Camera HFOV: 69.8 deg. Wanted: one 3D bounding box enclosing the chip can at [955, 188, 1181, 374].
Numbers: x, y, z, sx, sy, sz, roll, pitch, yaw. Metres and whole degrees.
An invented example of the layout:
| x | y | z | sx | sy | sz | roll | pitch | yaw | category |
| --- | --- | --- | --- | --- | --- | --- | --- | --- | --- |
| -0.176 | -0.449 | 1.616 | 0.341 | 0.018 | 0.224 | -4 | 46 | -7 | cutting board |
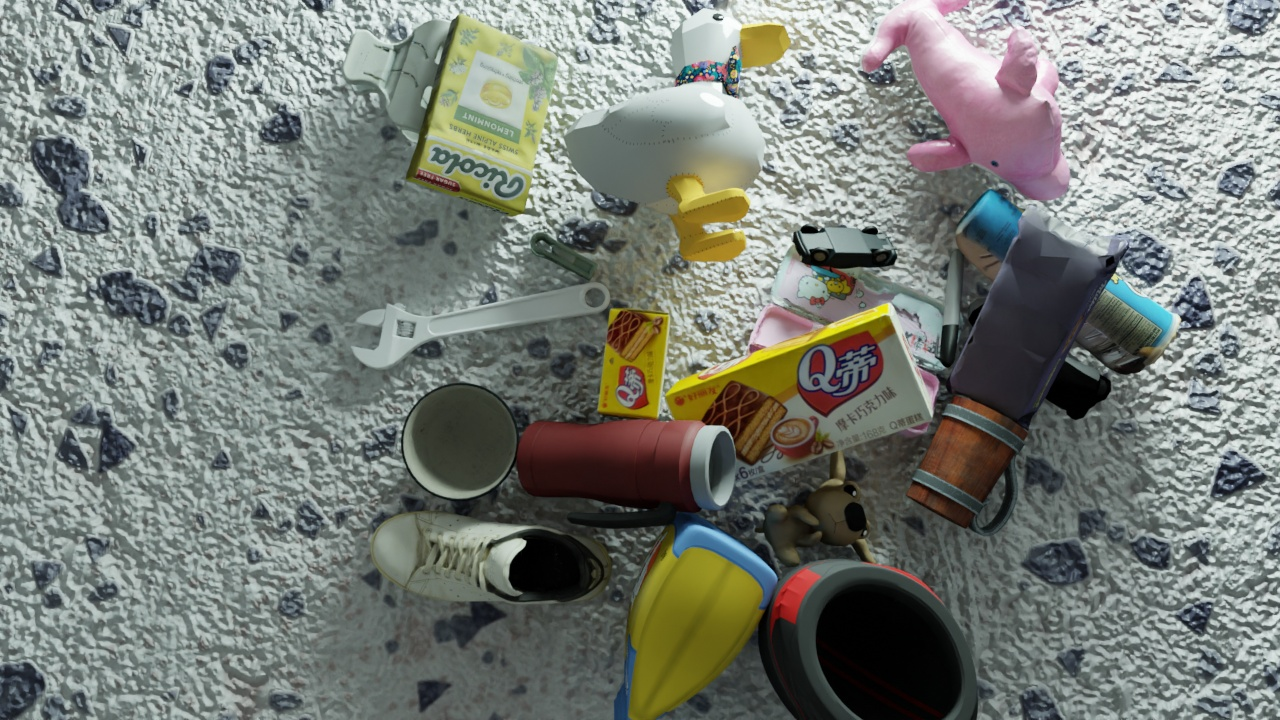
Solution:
| x | y | z | sx | sy | sz | roll | pitch | yaw | category |
| --- | --- | --- | --- | --- | --- | --- | --- | --- | --- |
| 0.426 | -0.080 | 0.936 | 0.229 | 0.080 | 0.079 | 37 | 85 | 4 | chip can |

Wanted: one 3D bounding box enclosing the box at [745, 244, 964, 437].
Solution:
| x | y | z | sx | sy | sz | roll | pitch | yaw | category |
| --- | --- | --- | --- | --- | --- | --- | --- | --- | --- |
| 0.221 | -0.021 | 0.951 | 0.201 | 0.045 | 0.154 | 24 | 67 | 2 | box |

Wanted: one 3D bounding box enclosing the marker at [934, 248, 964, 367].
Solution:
| x | y | z | sx | sy | sz | roll | pitch | yaw | category |
| --- | --- | --- | --- | --- | --- | --- | --- | --- | --- |
| 0.320 | -0.056 | 0.949 | 0.022 | 0.016 | 0.138 | 7 | 68 | 13 | marker |

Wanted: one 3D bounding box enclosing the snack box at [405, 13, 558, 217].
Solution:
| x | y | z | sx | sy | sz | roll | pitch | yaw | category |
| --- | --- | --- | --- | --- | --- | --- | --- | --- | --- |
| -0.157 | -0.251 | 0.939 | 0.121 | 0.045 | 0.180 | 17 | 84 | -29 | snack box |

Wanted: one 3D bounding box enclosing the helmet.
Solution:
| x | y | z | sx | sy | sz | roll | pitch | yaw | category |
| --- | --- | --- | --- | --- | --- | --- | --- | --- | --- |
| 0.207 | 0.280 | 0.851 | 0.264 | 0.170 | 0.164 | 37 | 72 | -8 | helmet |

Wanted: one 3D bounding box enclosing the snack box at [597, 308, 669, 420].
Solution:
| x | y | z | sx | sy | sz | roll | pitch | yaw | category |
| --- | --- | --- | --- | --- | --- | --- | --- | --- | --- |
| -0.005 | 0.005 | 0.921 | 0.061 | 0.083 | 0.105 | 7 | 85 | 1 | snack box |

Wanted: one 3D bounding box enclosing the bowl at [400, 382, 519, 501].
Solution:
| x | y | z | sx | sy | sz | roll | pitch | yaw | category |
| --- | --- | --- | --- | --- | --- | --- | --- | --- | --- |
| -0.177 | 0.082 | 0.925 | 0.115 | 0.059 | 0.115 | 0 | 85 | 0 | bowl |

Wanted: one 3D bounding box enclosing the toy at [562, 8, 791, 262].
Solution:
| x | y | z | sx | sy | sz | roll | pitch | yaw | category |
| --- | --- | --- | --- | --- | --- | --- | --- | --- | --- |
| 0.047 | -0.236 | 0.924 | 0.247 | 0.141 | 0.267 | -9 | 67 | 0 | toy |

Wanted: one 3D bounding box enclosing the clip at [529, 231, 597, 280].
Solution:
| x | y | z | sx | sy | sz | roll | pitch | yaw | category |
| --- | --- | --- | --- | --- | --- | --- | --- | --- | --- |
| -0.081 | -0.109 | 0.961 | 0.074 | 0.035 | 0.023 | 28 | 83 | -4 | clip |

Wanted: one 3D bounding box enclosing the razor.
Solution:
| x | y | z | sx | sy | sz | roll | pitch | yaw | category |
| --- | --- | --- | --- | --- | --- | --- | --- | --- | --- |
| 0.402 | -0.007 | 0.942 | 0.156 | 0.057 | 0.060 | 36 | 41 | 4 | razor |

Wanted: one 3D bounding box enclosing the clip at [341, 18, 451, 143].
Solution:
| x | y | z | sx | sy | sz | roll | pitch | yaw | category |
| --- | --- | --- | --- | --- | --- | --- | --- | --- | --- |
| -0.236 | -0.298 | 0.955 | 0.151 | 0.092 | 0.125 | 19 | 82 | -9 | clip |

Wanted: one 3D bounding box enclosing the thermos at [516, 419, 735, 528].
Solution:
| x | y | z | sx | sy | sz | roll | pitch | yaw | category |
| --- | --- | --- | --- | --- | --- | --- | --- | --- | --- |
| -0.018 | 0.107 | 0.869 | 0.199 | 0.084 | 0.107 | 0 | 53 | 27 | thermos |

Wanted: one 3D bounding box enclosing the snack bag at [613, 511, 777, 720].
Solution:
| x | y | z | sx | sy | sz | roll | pitch | yaw | category |
| --- | --- | --- | --- | --- | --- | --- | --- | --- | --- |
| 0.029 | 0.254 | 0.861 | 0.102 | 0.159 | 0.205 | 31 | 86 | 0 | snack bag |

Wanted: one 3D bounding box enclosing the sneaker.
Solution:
| x | y | z | sx | sy | sz | roll | pitch | yaw | category |
| --- | --- | --- | --- | --- | --- | --- | --- | --- | --- |
| -0.150 | 0.199 | 0.892 | 0.241 | 0.102 | 0.089 | 5 | 85 | 1 | sneaker |

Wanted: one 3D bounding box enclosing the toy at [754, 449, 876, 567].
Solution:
| x | y | z | sx | sy | sz | roll | pitch | yaw | category |
| --- | --- | --- | --- | --- | --- | --- | --- | --- | --- |
| 0.175 | 0.157 | 0.906 | 0.108 | 0.106 | 0.134 | -15 | 88 | -13 | toy |

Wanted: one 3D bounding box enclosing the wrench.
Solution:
| x | y | z | sx | sy | sz | roll | pitch | yaw | category |
| --- | --- | --- | --- | --- | --- | --- | --- | --- | --- |
| -0.166 | -0.043 | 0.959 | 0.273 | 0.018 | 0.066 | -11 | 85 | -2 | wrench |

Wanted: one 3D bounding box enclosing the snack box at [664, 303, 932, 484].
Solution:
| x | y | z | sx | sy | sz | roll | pitch | yaw | category |
| --- | --- | --- | --- | --- | --- | --- | --- | --- | --- |
| 0.150 | 0.037 | 0.884 | 0.231 | 0.061 | 0.110 | -21 | 96 | 19 | snack box |

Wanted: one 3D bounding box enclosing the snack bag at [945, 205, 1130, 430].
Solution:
| x | y | z | sx | sy | sz | roll | pitch | yaw | category |
| --- | --- | --- | --- | --- | --- | --- | --- | --- | --- |
| 0.375 | -0.038 | 0.885 | 0.096 | 0.058 | 0.206 | 29 | 117 | 25 | snack bag |

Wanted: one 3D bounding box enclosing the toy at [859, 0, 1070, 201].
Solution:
| x | y | z | sx | sy | sz | roll | pitch | yaw | category |
| --- | --- | --- | --- | --- | --- | --- | --- | --- | --- |
| 0.353 | -0.280 | 0.931 | 0.186 | 0.128 | 0.265 | -35 | 78 | -8 | toy |

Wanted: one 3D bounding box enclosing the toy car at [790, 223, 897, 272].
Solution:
| x | y | z | sx | sy | sz | roll | pitch | yaw | category |
| --- | --- | --- | --- | --- | --- | --- | --- | --- | --- |
| 0.209 | -0.114 | 0.943 | 0.112 | 0.034 | 0.046 | -1 | 51 | -16 | toy car |

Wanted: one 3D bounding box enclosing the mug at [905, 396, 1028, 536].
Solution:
| x | y | z | sx | sy | sz | roll | pitch | yaw | category |
| --- | --- | --- | --- | --- | --- | --- | --- | --- | --- |
| 0.337 | 0.112 | 0.923 | 0.117 | 0.081 | 0.111 | 30 | 89 | -18 | mug |
